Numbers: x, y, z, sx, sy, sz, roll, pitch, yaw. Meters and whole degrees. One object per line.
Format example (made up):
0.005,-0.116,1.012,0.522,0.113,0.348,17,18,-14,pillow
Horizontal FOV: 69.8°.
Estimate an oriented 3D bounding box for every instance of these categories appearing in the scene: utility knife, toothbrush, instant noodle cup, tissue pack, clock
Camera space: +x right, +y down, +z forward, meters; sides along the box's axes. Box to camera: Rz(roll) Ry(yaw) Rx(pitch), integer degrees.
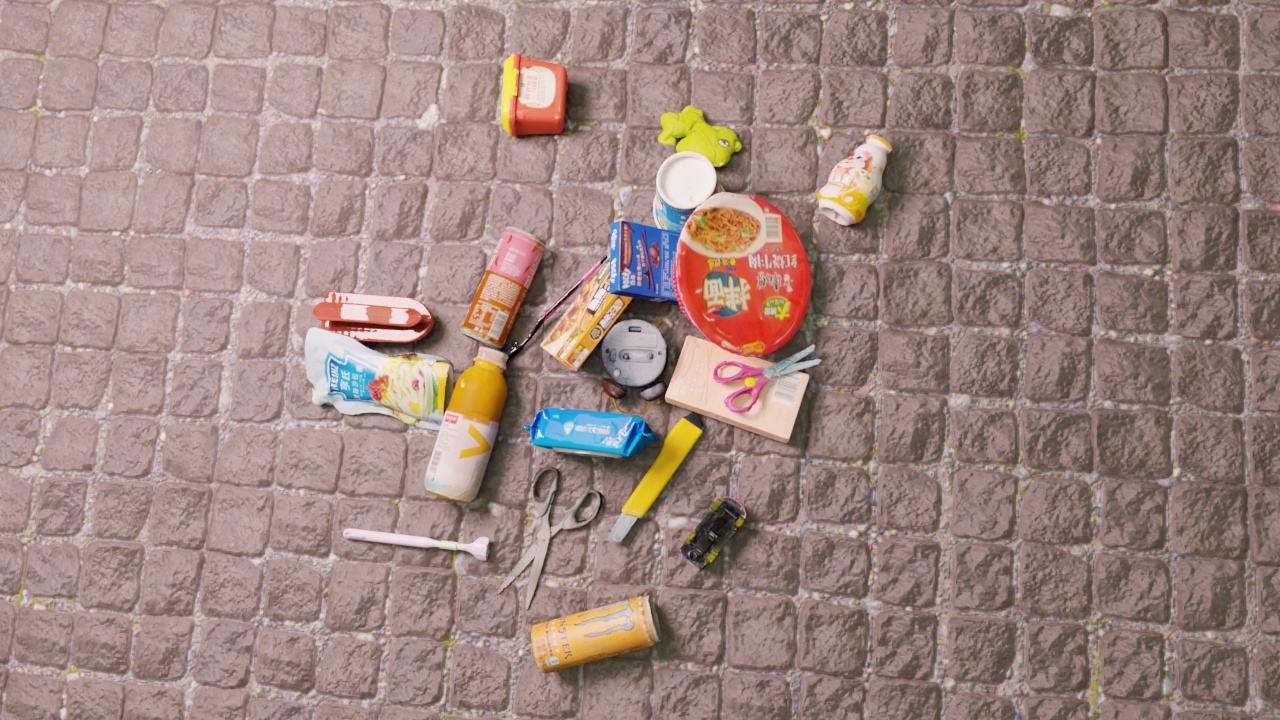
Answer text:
0.017,0.143,1.116,0.033,0.015,0.193,35,84,10,utility knife
-0.110,-0.066,1.153,0.189,0.014,0.018,-45,71,6,toothbrush
-0.279,0.224,1.139,0.189,0.021,0.029,5,84,8,toothbrush
0.059,-0.202,1.114,0.099,0.110,0.099,-1,81,6,instant noodle cup
-0.057,0.088,1.095,0.157,0.095,0.052,5,83,5,tissue pack
0.109,-0.098,1.087,0.193,0.066,0.193,3,85,-29,instant noodle cup
-0.007,0.007,1.120,0.082,0.055,0.122,3,83,6,clock

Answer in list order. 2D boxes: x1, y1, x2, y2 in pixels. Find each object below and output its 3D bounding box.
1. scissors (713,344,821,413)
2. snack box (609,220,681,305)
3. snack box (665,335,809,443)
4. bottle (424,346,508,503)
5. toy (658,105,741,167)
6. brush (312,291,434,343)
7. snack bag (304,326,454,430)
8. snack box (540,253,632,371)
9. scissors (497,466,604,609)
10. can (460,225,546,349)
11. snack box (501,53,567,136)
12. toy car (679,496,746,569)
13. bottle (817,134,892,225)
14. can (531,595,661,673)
0.150,0.007,1.097,0.137,0.017,0.077,-30,66,-10,scissors
0.034,-0.112,1.100,0.157,0.026,0.084,7,80,-34,snack box
0.117,0.034,1.111,0.157,0.026,0.084,19,76,9,snack box
-0.208,0.077,1.126,0.068,0.068,0.189,16,84,8,bottle
0.073,-0.280,1.161,0.096,0.031,0.100,-20,69,-13,toy
-0.333,-0.053,1.158,0.146,0.069,0.063,4,83,7,brush
-0.329,0.025,1.149,0.191,0.038,0.110,11,123,6,snack bag
-0.056,-0.062,1.127,0.026,0.075,0.153,39,86,-33,snack box
-0.116,0.212,1.127,0.159,0.014,0.170,-19,82,6,scissors
-0.172,-0.091,1.151,0.058,0.058,0.147,22,85,9,can
-0.134,-0.336,1.172,0.080,0.082,0.091,4,83,-3,snack box
0.087,0.203,1.091,0.042,0.035,0.090,39,87,9,toy car
0.264,-0.221,1.118,0.063,0.063,0.108,32,86,10,bottle
-0.052,0.322,1.078,0.146,0.058,0.058,-16,80,4,can
